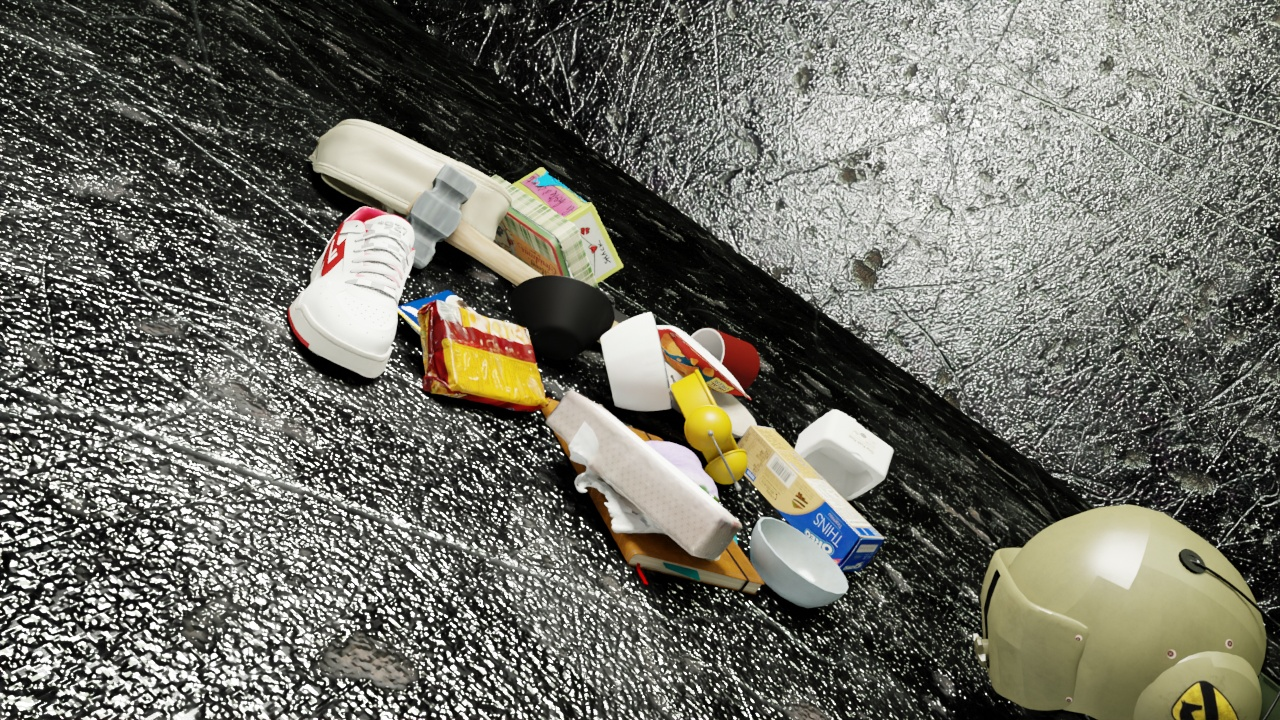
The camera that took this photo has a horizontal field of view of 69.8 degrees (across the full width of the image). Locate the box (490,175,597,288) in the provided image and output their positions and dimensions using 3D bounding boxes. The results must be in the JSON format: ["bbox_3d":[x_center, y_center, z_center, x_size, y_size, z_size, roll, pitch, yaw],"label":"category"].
[{"bbox_3d":[-0.146,-0.164,1.233,0.205,0.050,0.118,36,-23,37],"label":"box"}]

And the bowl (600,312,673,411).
[{"bbox_3d":[-0.006,0.006,1.059,0.065,0.116,0.116,-12,23,-2],"label":"bowl"}]

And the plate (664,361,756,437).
[{"bbox_3d":[0.074,0.052,1.229,0.188,0.027,0.188,31,15,-10],"label":"plate"}]

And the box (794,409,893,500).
[{"bbox_3d":[0.255,0.155,1.215,0.110,0.103,0.129,36,49,-5],"label":"box"}]

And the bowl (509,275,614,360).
[{"bbox_3d":[-0.095,-0.037,1.055,0.124,0.124,0.052,27,50,-24],"label":"bowl"}]

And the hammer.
[{"bbox_3d":[-0.135,-0.097,1.101,0.322,0.117,0.051,33,-11,-17],"label":"hammer"}]

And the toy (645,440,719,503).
[{"bbox_3d":[0.033,0.109,0.893,0.080,0.036,0.099,19,14,-15],"label":"toy"}]

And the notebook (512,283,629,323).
[{"bbox_3d":[-0.062,-0.061,1.271,0.149,0.016,0.206,33,12,35],"label":"notebook"}]

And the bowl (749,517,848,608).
[{"bbox_3d":[0.147,0.203,0.895,0.106,0.039,0.106,31,15,-10],"label":"bowl"}]

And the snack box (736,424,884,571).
[{"bbox_3d":[0.192,0.162,1.087,0.056,0.057,0.206,13,26,-45],"label":"snack box"}]

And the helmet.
[{"bbox_3d":[0.438,0.263,0.862,0.233,0.256,0.250,38,14,2],"label":"helmet"}]

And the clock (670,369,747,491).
[{"bbox_3d":[0.077,0.077,1.051,0.113,0.052,0.151,62,3,-34],"label":"clock"}]

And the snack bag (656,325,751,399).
[{"bbox_3d":[0.061,0.000,1.136,0.131,0.039,0.144,41,-11,-17],"label":"snack bag"}]

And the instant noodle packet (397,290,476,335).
[{"bbox_3d":[-0.191,-0.033,0.939,0.087,0.026,0.134,42,15,0],"label":"instant noodle packet"}]

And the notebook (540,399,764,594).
[{"bbox_3d":[0.015,0.133,0.883,0.178,0.014,0.249,22,19,-36],"label":"notebook"}]

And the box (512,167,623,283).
[{"bbox_3d":[-0.122,-0.198,1.373,0.221,0.082,0.124,43,-16,52],"label":"box"}]

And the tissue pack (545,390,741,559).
[{"bbox_3d":[-0.005,0.105,0.798,0.181,0.071,0.104,42,2,20],"label":"tissue pack"}]

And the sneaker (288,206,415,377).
[{"bbox_3d":[-0.243,-0.079,0.822,0.090,0.104,0.236,28,17,-22],"label":"sneaker"}]

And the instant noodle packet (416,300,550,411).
[{"bbox_3d":[-0.150,-0.001,0.866,0.135,0.040,0.098,16,45,-49],"label":"instant noodle packet"}]

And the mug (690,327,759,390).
[{"bbox_3d":[0.100,-0.001,1.275,0.106,0.073,0.082,8,-7,44],"label":"mug"}]

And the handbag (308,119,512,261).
[{"bbox_3d":[-0.300,-0.198,1.155,0.229,0.132,0.184,29,-9,-29],"label":"handbag"}]
